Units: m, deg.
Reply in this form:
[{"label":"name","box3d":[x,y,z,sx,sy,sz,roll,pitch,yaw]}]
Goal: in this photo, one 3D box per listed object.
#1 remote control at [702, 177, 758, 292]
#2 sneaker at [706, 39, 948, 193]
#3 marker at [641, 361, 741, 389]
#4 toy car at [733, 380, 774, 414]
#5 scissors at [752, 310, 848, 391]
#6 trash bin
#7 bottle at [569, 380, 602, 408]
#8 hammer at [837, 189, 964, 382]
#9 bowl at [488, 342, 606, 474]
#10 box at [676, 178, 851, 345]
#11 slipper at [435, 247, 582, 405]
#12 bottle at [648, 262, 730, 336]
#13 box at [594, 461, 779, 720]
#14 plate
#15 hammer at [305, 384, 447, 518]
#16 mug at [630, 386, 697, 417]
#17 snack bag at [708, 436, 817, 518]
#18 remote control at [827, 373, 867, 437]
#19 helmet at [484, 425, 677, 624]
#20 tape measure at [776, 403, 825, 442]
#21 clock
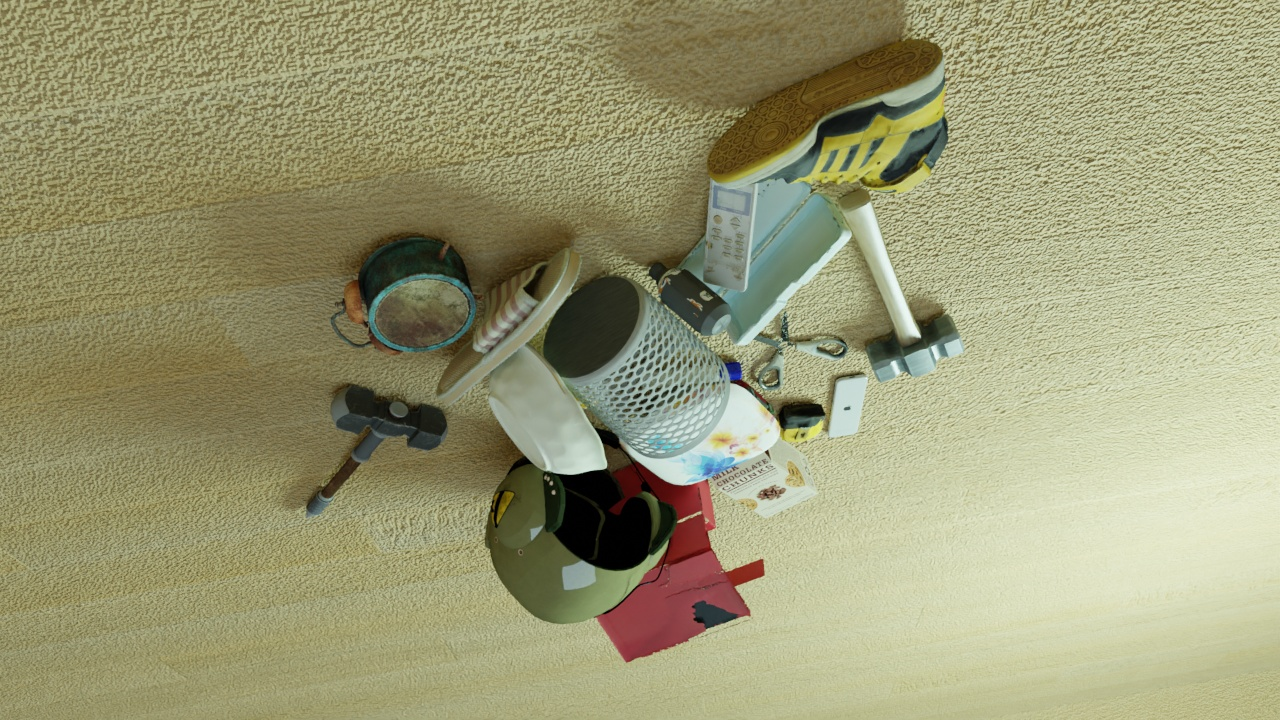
[{"label":"remote control","box3d":[0.096,-0.138,0.990,0.050,0.011,0.136,16,129,19]},{"label":"sneaker","box3d":[0.190,-0.208,0.904,0.239,0.086,0.122,-24,136,12]},{"label":"marker","box3d":[0.067,0.021,1.219,0.133,0.023,0.027,-6,163,-5]},{"label":"toy car","box3d":[0.150,0.059,1.274,0.042,0.036,0.091,-28,138,21]},{"label":"scissors","box3d":[0.201,-0.013,1.214,0.157,0.012,0.171,-5,142,-9]},{"label":"trash bin","box3d":[-0.007,0.006,1.082,0.157,0.156,0.183,-27,136,21]},{"label":"bottle","box3d":[-0.101,0.040,1.176,0.109,0.063,0.063,-19,143,32]},{"label":"hammer","box3d":[0.304,-0.088,1.119,0.117,0.051,0.323,-22,138,15]},{"label":"bowl","box3d":[-0.122,0.069,1.075,0.060,0.188,0.220,-38,150,-20]},{"label":"box","box3d":[0.130,-0.115,1.025,0.122,0.077,0.198,29,129,-14]},{"label":"slipper","box3d":[-0.162,-0.039,1.031,0.052,0.114,0.264,36,127,-21]},{"label":"bottle","box3d":[0.053,-0.072,1.035,0.046,0.112,0.047,-37,152,-23]},{"label":"box","box3d":[0.029,0.318,1.310,0.212,0.377,0.124,-25,156,18]},{"label":"plate","box3d":[0.083,0.106,1.222,0.187,0.016,0.187,-28,140,19]},{"label":"hammer","box3d":[-0.402,0.148,1.268,0.156,0.043,0.323,19,136,-32]},{"label":"mug","box3d":[0.041,0.084,1.256,0.113,0.070,0.085,10,137,-26]},{"label":"snack bag","box3d":[0.166,0.155,1.371,0.095,0.069,0.206,-31,137,24]},{"label":"remote control","box3d":[0.301,0.068,1.341,0.045,0.008,0.147,-8,142,-1]},{"label":"helmet","box3d":[-0.096,0.216,1.226,0.250,0.255,0.234,19,131,-30]},{"label":"tape measure","box3d":[0.232,0.093,1.334,0.065,0.037,0.064,-2,141,-10]},{"label":"clock","box3d":[-0.259,-0.066,0.997,0.157,0.073,0.121,-26,141,2]}]
